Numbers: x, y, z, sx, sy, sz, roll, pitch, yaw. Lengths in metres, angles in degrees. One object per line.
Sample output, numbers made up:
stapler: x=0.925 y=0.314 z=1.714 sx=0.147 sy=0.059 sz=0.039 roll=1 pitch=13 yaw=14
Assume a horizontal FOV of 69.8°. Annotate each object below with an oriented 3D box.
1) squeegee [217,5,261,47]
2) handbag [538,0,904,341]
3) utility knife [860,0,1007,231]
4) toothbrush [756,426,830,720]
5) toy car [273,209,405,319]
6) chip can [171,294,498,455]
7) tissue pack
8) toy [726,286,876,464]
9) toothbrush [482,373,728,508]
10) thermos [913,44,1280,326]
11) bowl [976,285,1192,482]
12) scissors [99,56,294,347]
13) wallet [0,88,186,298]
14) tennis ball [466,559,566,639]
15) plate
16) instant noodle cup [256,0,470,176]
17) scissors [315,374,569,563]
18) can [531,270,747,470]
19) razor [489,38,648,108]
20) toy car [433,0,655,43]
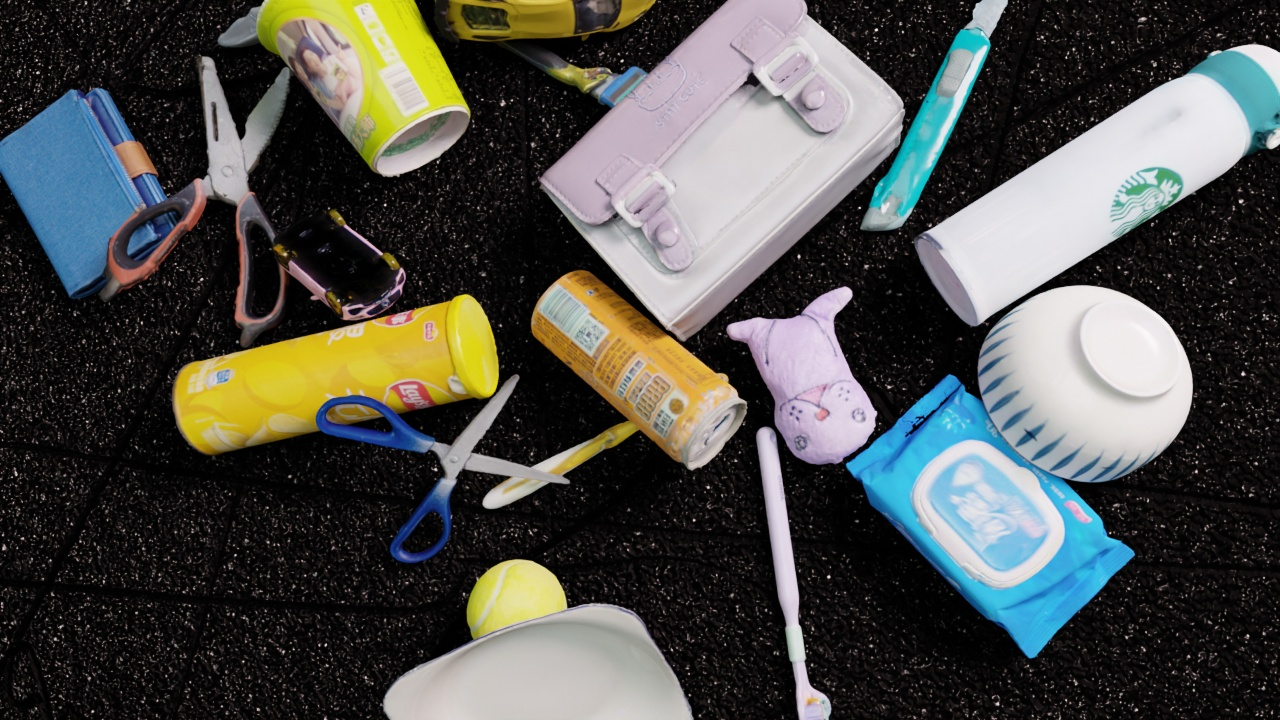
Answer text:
squeegee: x=-0.222 y=-0.282 z=0.650 sx=0.250 sy=0.246 sz=0.040 roll=-25 pitch=108 yaw=32
handbag: x=0.049 y=-0.131 z=0.592 sx=0.197 sy=0.098 sz=0.145 roll=-43 pitch=73 yaw=4
utility knife: x=0.204 y=-0.183 z=0.604 sx=0.029 sy=0.013 sz=0.223 roll=26 pitch=90 yaw=12
toothbrush: x=0.096 y=0.136 z=0.593 sx=0.021 sy=0.029 sz=0.189 roll=-17 pitch=78 yaw=47
toy car: x=-0.213 y=-0.065 z=0.649 sx=0.056 sy=0.037 sz=0.122 roll=-41 pitch=56 yaw=-21
chip can: x=-0.209 y=0.012 z=0.637 sx=0.213 sy=0.072 sz=0.072 roll=-12 pitch=82 yaw=10
tissue pack: x=0.211 y=0.094 z=0.557 sx=0.095 sy=0.052 sz=0.157 roll=-43 pitch=79 yaw=4
toy: x=0.112 y=0.013 z=0.590 sx=0.084 sy=0.039 sz=0.108 roll=-21 pitch=80 yaw=14
toothbrush: x=-0.025 y=0.057 z=0.623 sx=0.191 sy=0.018 sz=0.016 roll=-28 pitch=97 yaw=7
thermos: x=0.283 y=-0.106 z=0.554 sx=0.224 sy=0.073 sz=0.073 roll=-32 pitch=80 yaw=6
bowl: x=0.263 y=0.005 z=0.527 sx=0.116 sy=0.066 sz=0.116 roll=3 pitch=65 yaw=-7
scissors: x=-0.312 y=-0.117 z=0.683 sx=0.189 sy=0.015 sz=0.226 roll=45 pitch=79 yaw=-1
wallet: x=-0.425 y=-0.130 z=0.706 sx=0.106 sy=0.040 sz=0.133 roll=-30 pitch=89 yaw=8
tennis ball: x=-0.080 y=0.164 z=0.600 sx=0.065 sy=0.065 sz=0.065 roll=-1 pitch=84 yaw=11
plate: x=-0.060 y=0.209 z=0.573 sx=0.164 sy=0.034 sz=0.164 roll=-20 pitch=126 yaw=3
instant noodle cup: x=-0.183 y=-0.200 z=0.639 sx=0.112 sy=0.111 sz=0.123 roll=-33 pitch=88 yaw=6
scissors: x=-0.134 y=0.072 z=0.615 sx=0.173 sy=0.012 sz=0.163 roll=14 pitch=114 yaw=-5
can: x=-0.004 y=0.003 z=0.591 sx=0.146 sy=0.058 sz=0.058 roll=40 pitch=93 yaw=24
razor: x=-0.063 y=-0.213 z=0.655 sx=0.143 sy=0.022 sz=0.042 roll=29 pitch=57 yaw=16
toy car: x=-0.061 y=-0.246 z=0.619 sx=0.156 sy=0.071 sz=0.041 roll=-5 pitch=75 yaw=-5
